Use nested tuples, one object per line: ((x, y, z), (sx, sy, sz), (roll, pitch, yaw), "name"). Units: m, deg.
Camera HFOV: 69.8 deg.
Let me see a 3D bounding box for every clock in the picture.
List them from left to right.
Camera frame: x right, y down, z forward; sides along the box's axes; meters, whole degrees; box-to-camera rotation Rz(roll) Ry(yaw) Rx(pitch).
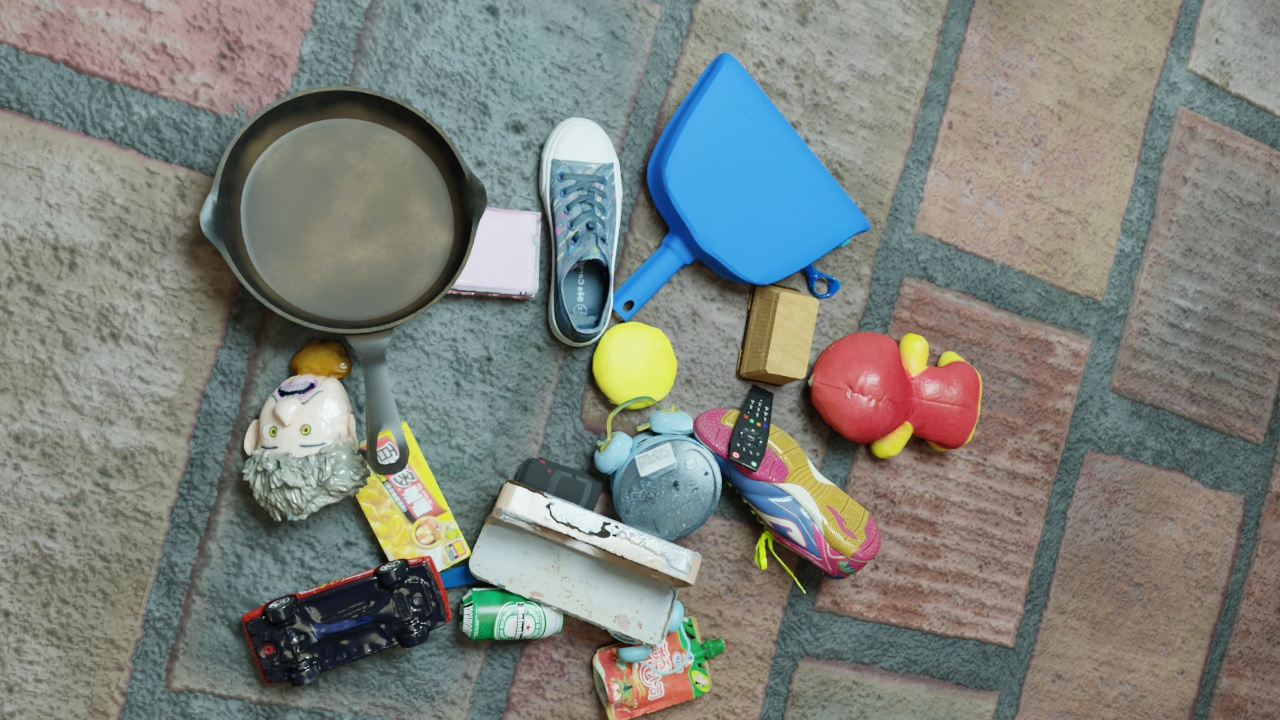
((0.004, 0.280, 0.980), (0.087, 0.042, 0.123), (-39, 83, -18), "clock")
((0.017, 0.115, 0.969), (0.118, 0.060, 0.162), (-23, 109, -11), "clock")

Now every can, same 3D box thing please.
((-0.134, 0.260, 0.945), (0.101, 0.053, 0.053), (3, 92, -17), "can")

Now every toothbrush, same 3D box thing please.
((-0.153, 0.215, 0.956), (0.132, 0.016, 0.021), (-13, 95, -17), "toothbrush")

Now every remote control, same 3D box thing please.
((0.122, 0.072, 0.995), (0.039, 0.010, 0.124), (25, 42, -1), "remote control")

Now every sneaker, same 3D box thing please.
((-0.054, -0.131, 0.933), (0.087, 0.079, 0.235), (-1, 94, -17), "sneaker")
((0.144, 0.154, 1.011), (0.242, 0.091, 0.116), (41, 47, 6), "sneaker")

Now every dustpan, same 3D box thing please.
((0.071, -0.138, 0.965), (0.257, 0.059, 0.245), (-45, 108, -2), "dustpan")

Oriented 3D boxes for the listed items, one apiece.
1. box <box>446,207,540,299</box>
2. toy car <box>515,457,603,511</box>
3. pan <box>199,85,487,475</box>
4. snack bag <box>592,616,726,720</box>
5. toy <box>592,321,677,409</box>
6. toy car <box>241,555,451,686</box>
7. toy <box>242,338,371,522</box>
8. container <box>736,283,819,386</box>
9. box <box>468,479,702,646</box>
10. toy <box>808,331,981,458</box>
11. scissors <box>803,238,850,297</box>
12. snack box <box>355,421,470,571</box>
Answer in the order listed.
((-0.214, -0.113, 0.901), (0.232, 0.046, 0.098), (4, 93, -17), "box")
((-0.084, 0.131, 0.962), (0.091, 0.036, 0.042), (21, 87, -18), "toy car")
((-0.257, -0.072, 0.843), (0.248, 0.043, 0.356), (-9, 87, -17), "pan")
((0.026, 0.338, 1.013), (0.155, 0.044, 0.087), (-12, 85, -22), "snack bag")
((-0.006, 0.006, 0.977), (0.095, 0.041, 0.094), (41, 79, -16), "toy")
((-0.283, 0.251, 0.891), (0.189, 0.056, 0.081), (-17, 100, -4), "toy car")
((-0.311, 0.062, 0.858), (0.133, 0.076, 0.175), (-1, 76, 9), "toy")
((0.154, -0.028, 1.014), (0.063, 0.061, 0.114), (11, 90, -18), "container")
((-0.052, 0.194, 0.923), (0.216, 0.108, 0.094), (23, 45, -5), "box")
((0.291, 0.038, 1.047), (0.216, 0.099, 0.147), (9, 83, -23), "toy")
((0.179, -0.107, 1.031), (0.133, 0.015, 0.103), (-10, 112, -16), "scissors")
((-0.237, 0.145, 0.920), (0.075, 0.025, 0.152), (-26, 101, -14), "snack box")
